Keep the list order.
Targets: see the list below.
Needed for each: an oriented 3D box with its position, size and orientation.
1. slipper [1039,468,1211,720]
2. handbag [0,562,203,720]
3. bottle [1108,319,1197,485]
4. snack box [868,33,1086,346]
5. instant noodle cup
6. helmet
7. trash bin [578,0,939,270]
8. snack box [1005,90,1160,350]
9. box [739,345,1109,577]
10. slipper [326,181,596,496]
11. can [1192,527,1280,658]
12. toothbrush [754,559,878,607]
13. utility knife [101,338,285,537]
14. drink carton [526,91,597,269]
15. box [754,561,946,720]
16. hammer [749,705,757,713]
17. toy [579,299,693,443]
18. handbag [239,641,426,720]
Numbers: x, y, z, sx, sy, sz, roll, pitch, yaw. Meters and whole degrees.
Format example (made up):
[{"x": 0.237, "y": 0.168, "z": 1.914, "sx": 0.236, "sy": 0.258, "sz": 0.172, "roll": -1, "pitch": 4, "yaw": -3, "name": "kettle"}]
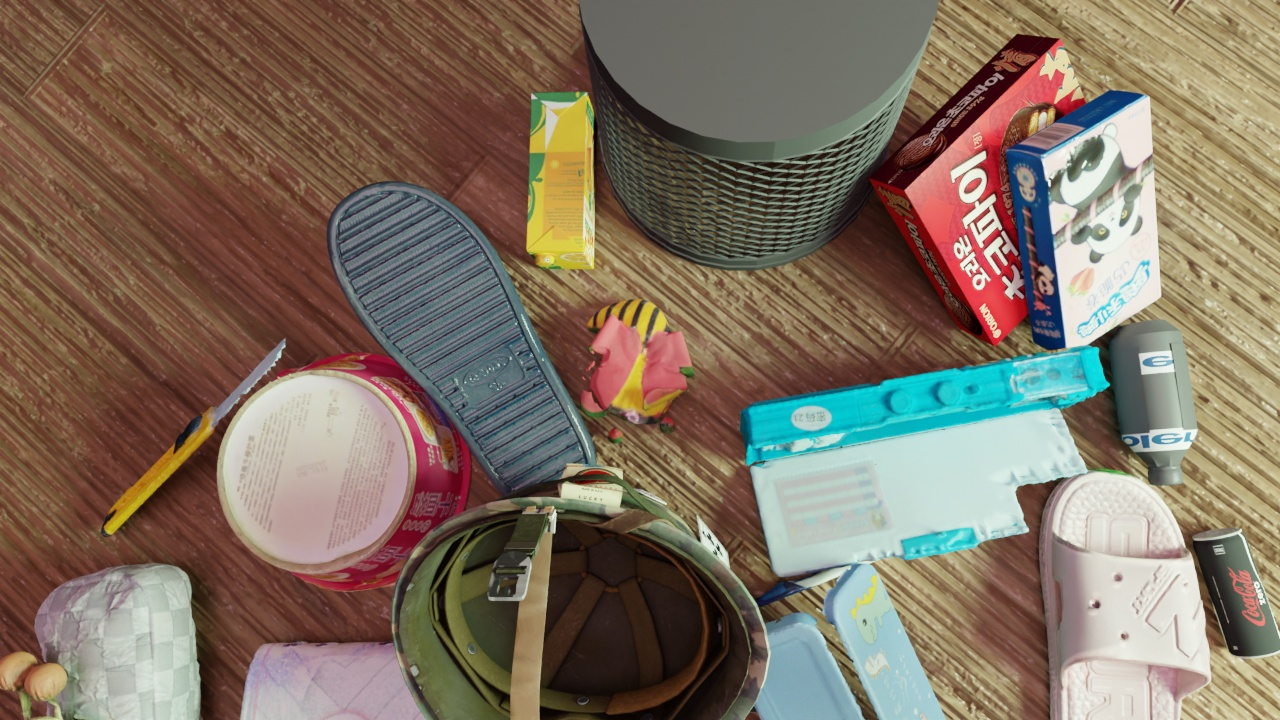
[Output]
[{"x": 0.319, "y": 0.192, "z": 0.601, "sx": 0.094, "sy": 0.064, "sz": 0.239, "roll": 2, "pitch": 85, "yaw": 5, "name": "slipper"}, {"x": -0.369, "y": 0.229, "z": 0.624, "sx": 0.113, "sy": 0.123, "sz": 0.171, "roll": -12, "pitch": 82, "yaw": 18, "name": "handbag"}, {"x": 0.350, "y": 0.029, "z": 0.626, "sx": 0.047, "sy": 0.047, "sz": 0.112, "roll": -5, "pitch": 83, "yaw": 4, "name": "bottle"}, {"x": 0.242, "y": -0.109, "z": 0.609, "sx": 0.132, "sy": 0.036, "sz": 0.152, "roll": -44, "pitch": 124, "yaw": -1, "name": "snack box"}, {"x": -0.217, "y": 0.078, "z": 0.651, "sx": 0.179, "sy": 0.078, "sz": 0.178, "roll": -1, "pitch": 83, "yaw": 5, "name": "instant noodle cup"}, {"x": -0.039, "y": 0.163, "z": 0.542, "sx": 0.225, "sy": 0.235, "sz": 0.193, "roll": 3, "pitch": 102, "yaw": 24, "name": "helmet"}, {"x": 0.068, "y": -0.188, "z": 0.582, "sx": 0.218, "sy": 0.227, "sz": 0.217, "roll": -1, "pitch": 83, "yaw": 4, "name": "trash bin"}, {"x": 0.293, "y": -0.086, "z": 0.600, "sx": 0.088, "sy": 0.033, "sz": 0.154, "roll": -30, "pitch": 122, "yaw": -11, "name": "snack box"}, {"x": 0.187, "y": 0.072, "z": 0.608, "sx": 0.227, "sy": 0.097, "sz": 0.117, "roll": -10, "pitch": 78, "yaw": 3, "name": "box"}, {"x": -0.118, "y": -0.011, "z": 0.659, "sx": 0.101, "sy": 0.082, "sz": 0.263, "roll": -32, "pitch": 101, "yaw": 0, "name": "slipper"}, {"x": 0.399, "y": 0.155, "z": 0.614, "sx": 0.031, "sy": 0.031, "sz": 0.080, "roll": -15, "pitch": 82, "yaw": 3, "name": "can"}, {"x": 0.104, "y": 0.157, "z": 0.647, "sx": 0.189, "sy": 0.016, "sz": 0.017, "roll": -22, "pitch": 72, "yaw": 2, "name": "toothbrush"}, {"x": -0.320, "y": 0.057, "z": 0.654, "sx": 0.228, "sy": 0.019, "sz": 0.030, "roll": -37, "pitch": 43, "yaw": 18, "name": "utility knife"}, {"x": -0.056, "y": -0.126, "z": 0.670, "sx": 0.041, "sy": 0.058, "sz": 0.122, "roll": 1, "pitch": 84, "yaw": 5, "name": "drink carton"}, {"x": 0.149, "y": 0.243, "z": 0.585, "sx": 0.122, "sy": 0.047, "sz": 0.209, "roll": -28, "pitch": 96, "yaw": -13, "name": "box"}, {"x": 0.064, "y": 0.365, "z": 0.618, "sx": 0.132, "sy": 0.040, "sz": 0.305, "roll": -8, "pitch": 84, "yaw": 7, "name": "hammer"}, {"x": -0.004, "y": 0.004, "z": 0.661, "sx": 0.084, "sy": 0.046, "sz": 0.103, "roll": -13, "pitch": 78, "yaw": 17, "name": "toy"}, {"x": -0.195, "y": 0.260, "z": 0.635, "sx": 0.159, "sy": 0.069, "sz": 0.126, "roll": -4, "pitch": 81, "yaw": 7, "name": "handbag"}]
